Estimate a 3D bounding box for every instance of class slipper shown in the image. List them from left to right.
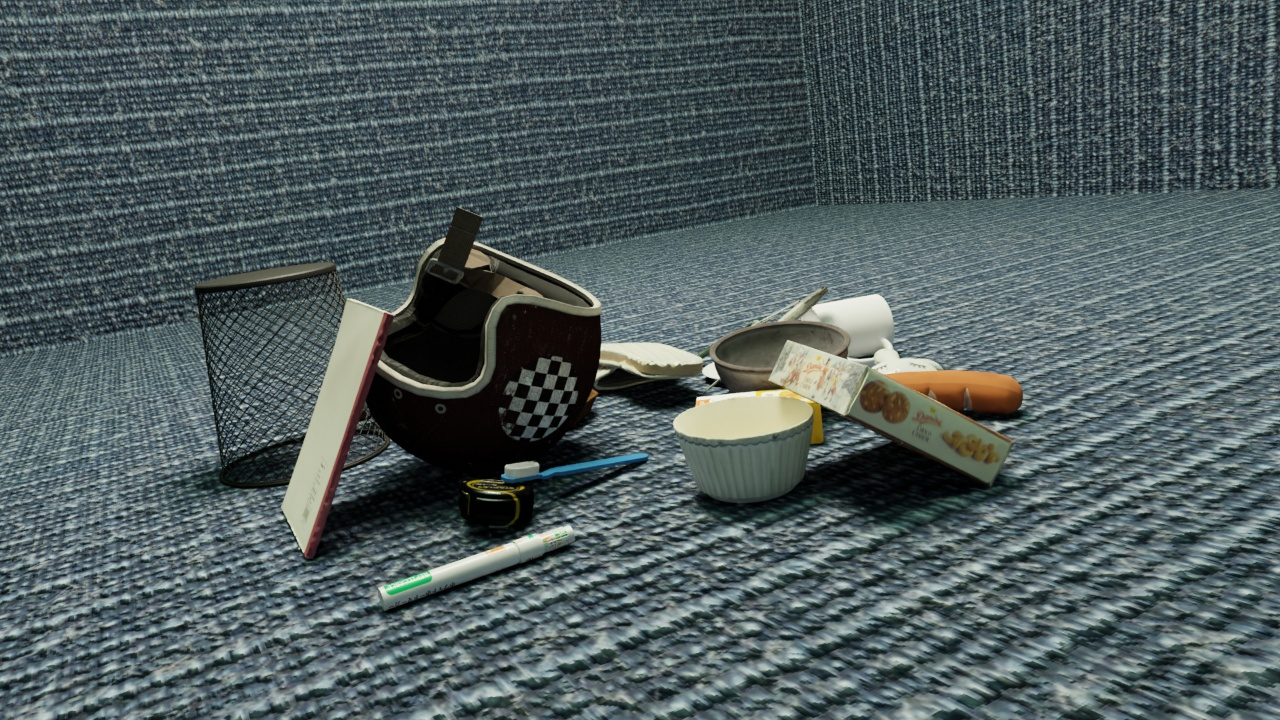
[{"bbox_3d":[-0.007,0.007,1.144,0.114,0.054,0.273,-9,7,-23],"label":"slipper"}]

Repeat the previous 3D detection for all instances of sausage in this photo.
[{"bbox_3d":[0.277,0.032,0.877,0.164,0.044,0.039,-2,-21,23],"label":"sausage"}]

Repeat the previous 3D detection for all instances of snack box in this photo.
[{"bbox_3d":[0.196,0.039,0.739,0.143,0.041,0.147,25,3,-17],"label":"snack box"}]

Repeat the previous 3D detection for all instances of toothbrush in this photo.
[{"bbox_3d":[-0.053,0.091,0.811,0.166,0.014,0.016,-4,11,-45],"label":"toothbrush"}]

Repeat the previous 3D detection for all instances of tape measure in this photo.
[{"bbox_3d":[-0.118,0.118,0.752,0.061,0.034,0.061,4,4,-10],"label":"tape measure"}]

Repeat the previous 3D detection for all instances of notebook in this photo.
[{"bbox_3d":[-0.269,0.051,0.801,0.012,0.208,0.153,19,-1,-30],"label":"notebook"}]

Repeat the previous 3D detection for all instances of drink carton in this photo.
[{"bbox_3d":[0.109,0.057,0.876,0.122,0.040,0.058,-6,13,8],"label":"drink carton"}]

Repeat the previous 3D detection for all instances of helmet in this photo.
[{"bbox_3d":[-0.150,-0.017,0.873,0.233,0.254,0.233,14,14,-36],"label":"helmet"}]

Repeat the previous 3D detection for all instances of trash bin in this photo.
[{"bbox_3d":[-0.389,0.008,1.011,0.184,0.210,0.184,-7,13,1],"label":"trash bin"}]

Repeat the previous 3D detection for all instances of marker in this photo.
[{"bbox_3d":[-0.115,0.147,0.661,0.145,0.017,0.017,-15,14,-27],"label":"marker"}]

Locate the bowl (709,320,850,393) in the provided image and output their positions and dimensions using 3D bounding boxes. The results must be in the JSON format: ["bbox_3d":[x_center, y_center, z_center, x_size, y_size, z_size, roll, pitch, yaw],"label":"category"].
[{"bbox_3d":[0.148,0.013,0.966,0.145,0.067,0.144,-8,20,3],"label":"bowl"}]

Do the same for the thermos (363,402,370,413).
[{"bbox_3d":[-0.226,0.029,1.137,0.240,0.073,0.073,-9,13,-3],"label":"thermos"}]

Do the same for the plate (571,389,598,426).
[{"bbox_3d":[-0.112,0.057,1.046,0.131,0.025,0.131,-8,12,2],"label":"plate"}]

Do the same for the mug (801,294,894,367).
[{"bbox_3d":[0.260,-0.027,1.120,0.090,0.074,0.110,-10,38,-11],"label":"mug"}]

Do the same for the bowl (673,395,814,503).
[{"bbox_3d":[0.087,0.074,0.756,0.115,0.062,0.115,-7,13,1],"label":"bowl"}]

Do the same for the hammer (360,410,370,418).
[{"bbox_3d":[-0.244,0.027,1.257,0.322,0.033,0.115,-17,14,-34],"label":"hammer"}]

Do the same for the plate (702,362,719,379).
[{"bbox_3d":[0.144,0.011,1.128,0.134,0.011,0.134,-8,12,2],"label":"plate"}]

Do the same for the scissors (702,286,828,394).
[{"bbox_3d":[0.149,-0.028,1.089,0.179,0.015,0.198,-39,0,15],"label":"scissors"}]

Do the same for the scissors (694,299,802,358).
[{"bbox_3d":[0.125,-0.031,1.251,0.201,0.015,0.205,-27,-2,-6],"label":"scissors"}]

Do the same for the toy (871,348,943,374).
[{"bbox_3d":[0.276,0.016,0.965,0.079,0.038,0.122,5,19,19],"label":"toy"}]
